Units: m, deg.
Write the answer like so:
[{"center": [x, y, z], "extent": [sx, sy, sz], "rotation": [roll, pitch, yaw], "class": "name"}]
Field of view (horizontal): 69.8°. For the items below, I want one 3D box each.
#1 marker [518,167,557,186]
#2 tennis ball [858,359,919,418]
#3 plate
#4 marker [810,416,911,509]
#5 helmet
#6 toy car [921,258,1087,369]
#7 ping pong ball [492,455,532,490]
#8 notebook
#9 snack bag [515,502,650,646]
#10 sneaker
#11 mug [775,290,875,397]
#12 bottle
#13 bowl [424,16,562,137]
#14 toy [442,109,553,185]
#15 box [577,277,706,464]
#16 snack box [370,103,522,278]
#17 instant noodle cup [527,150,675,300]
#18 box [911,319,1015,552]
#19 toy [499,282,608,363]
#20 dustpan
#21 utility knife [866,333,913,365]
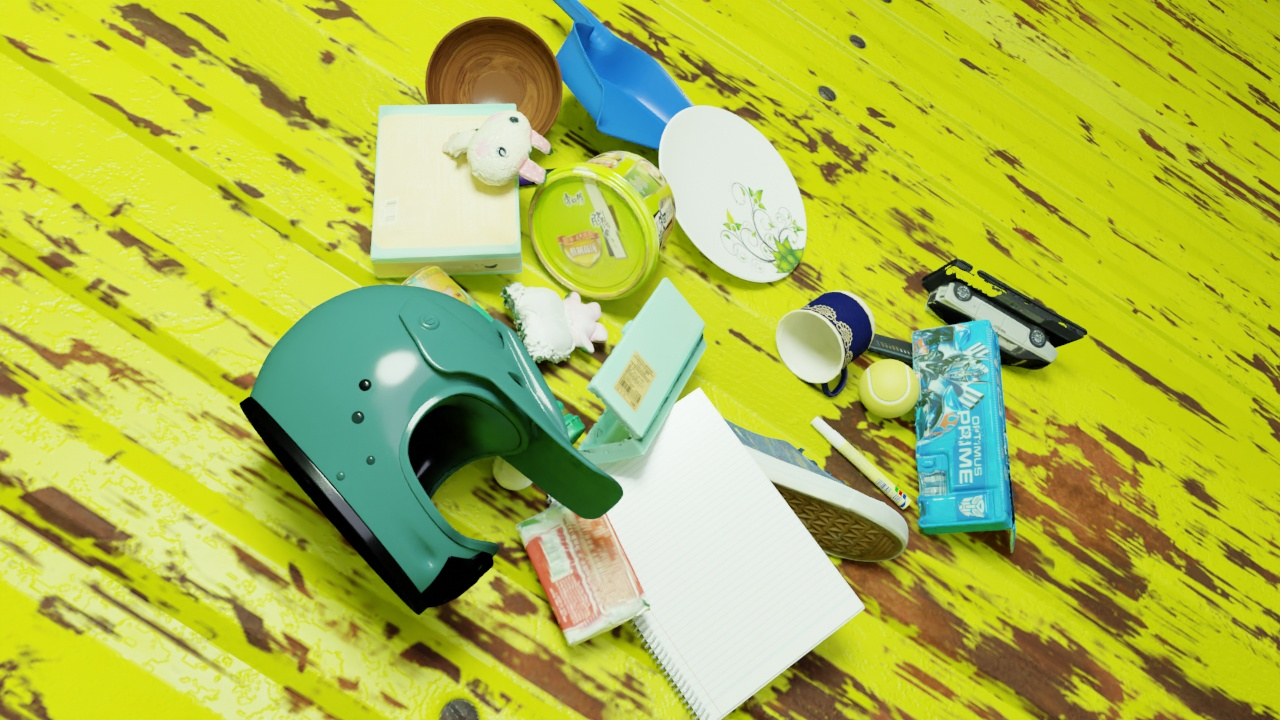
[{"center": [-0.112, -0.207, 1.027], "extent": [0.133, 0.018, 0.015], "rotation": [-14, 47, -31], "class": "marker"}, {"center": [0.276, 0.031, 1.018], "extent": [0.065, 0.065, 0.065], "rotation": [12, 55, -18], "class": "tennis ball"}, {"center": [0.106, -0.194, 1.094], "extent": [0.229, 0.030, 0.229], "rotation": [16, 62, -32], "class": "plate"}, {"center": [0.235, 0.109, 0.983], "extent": [0.132, 0.014, 0.014], "rotation": [43, 52, 6], "class": "marker"}, {"center": [-0.161, 0.055, 0.724], "extent": [0.275, 0.177, 0.199], "rotation": [43, 66, 14], "class": "helmet"}, {"center": [0.441, -0.044, 1.142], "extent": [0.191, 0.094, 0.071], "rotation": [30, 73, -4], "class": "toy car"}, {"center": [-0.112, 0.095, 0.817], "extent": [0.040, 0.040, 0.040], "rotation": [12, 55, -18], "class": "ping pong ball"}, {"center": [0.054, 0.169, 0.818], "extent": [0.177, 0.013, 0.245], "rotation": [-34, 76, -11], "class": "notebook"}, {"center": [-0.049, 0.176, 0.783], "extent": [0.077, 0.036, 0.116], "rotation": [-24, 72, -11], "class": "snack bag"}, {"center": [0.157, 0.120, 0.900], "extent": [0.235, 0.088, 0.079], "rotation": [24, 47, -5], "class": "sneaker"}, {"center": [0.216, -0.020, 1.023], "extent": [0.089, 0.086, 0.112], "rotation": [-31, 111, -38], "class": "mug"}, {"center": [-0.139, 0.005, 0.846], "extent": [0.209, 0.068, 0.067], "rotation": [43, 52, 6], "class": "bottle"}, {"center": [-0.161, -0.298, 1.020], "extent": [0.147, 0.069, 0.147], "rotation": [-1, 96, -6], "class": "bowl"}, {"center": [-0.139, -0.209, 0.898], "extent": [0.112, 0.050, 0.087], "rotation": [19, 61, -2], "class": "toy"}, {"center": [-0.006, 0.003, 0.860], "extent": [0.093, 0.077, 0.187], "rotation": [62, 36, -22], "class": "box"}, {"center": [-0.193, -0.175, 0.923], "extent": [0.141, 0.044, 0.193], "rotation": [-3, 62, -6], "class": "snack box"}, {"center": [-0.033, -0.146, 0.950], "extent": [0.146, 0.147, 0.097], "rotation": [38, 41, 2], "class": "instant noodle cup"}, {"center": [0.368, 0.088, 1.030], "extent": [0.115, 0.094, 0.242], "rotation": [45, 44, -47], "class": "box"}, {"center": [-0.083, -0.036, 0.917], "extent": [0.108, 0.041, 0.095], "rotation": [-2, 61, -33], "class": "toy"}, {"center": [-0.043, -0.353, 1.090], "extent": [0.257, 0.060, 0.245], "rotation": [49, 26, 21], "class": "dustpan"}, {"center": [0.323, -0.008, 1.095], "extent": [0.172, 0.020, 0.028], "rotation": [17, 54, -16], "class": "utility knife"}]
